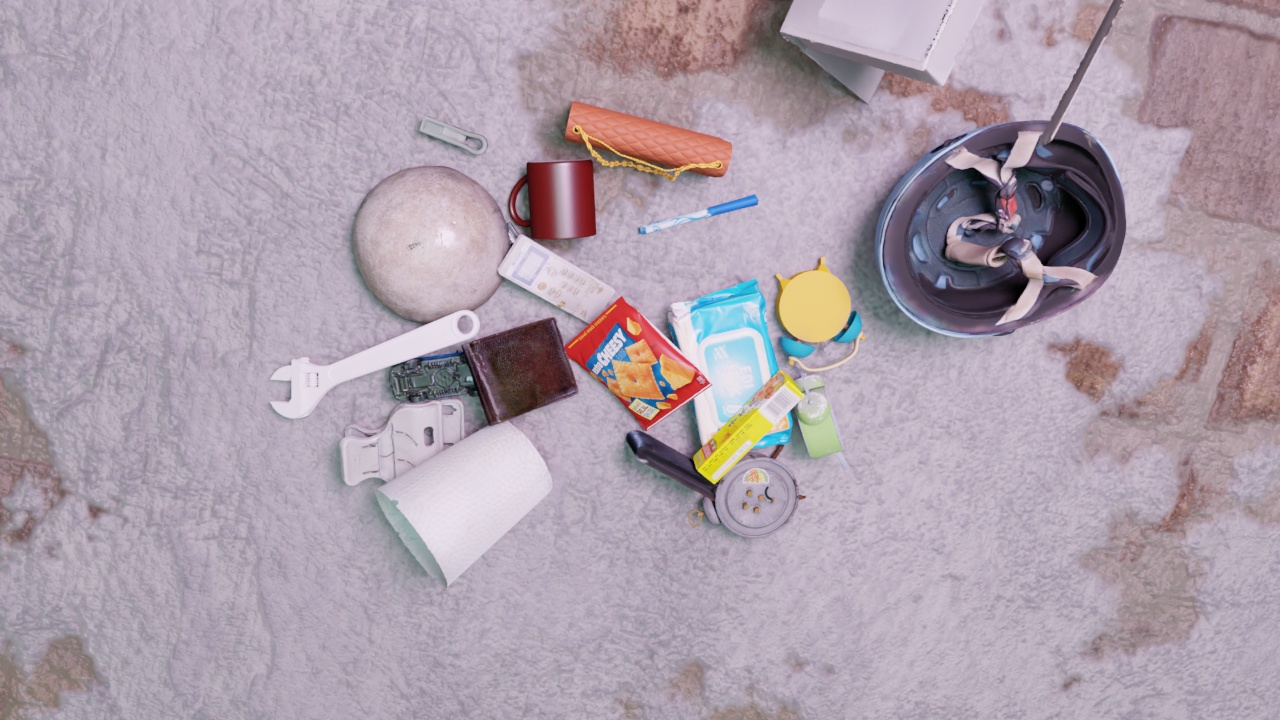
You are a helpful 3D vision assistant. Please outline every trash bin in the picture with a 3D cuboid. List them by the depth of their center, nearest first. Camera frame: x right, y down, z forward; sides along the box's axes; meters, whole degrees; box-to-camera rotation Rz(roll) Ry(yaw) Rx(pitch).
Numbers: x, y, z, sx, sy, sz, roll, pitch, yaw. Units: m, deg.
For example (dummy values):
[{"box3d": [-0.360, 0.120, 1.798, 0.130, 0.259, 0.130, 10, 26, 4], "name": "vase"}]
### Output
[{"box3d": [-0.195, 0.154, 1.044, 0.161, 0.133, 0.133, -36, 106, -25], "name": "trash bin"}]

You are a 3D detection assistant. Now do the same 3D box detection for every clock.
[{"box3d": [0.209, -0.052, 1.089, 0.099, 0.043, 0.129, -20, 97, 1], "name": "clock"}, {"box3d": [0.210, 0.068, 1.094, 0.042, 0.094, 0.119, -17, 110, 10], "name": "clock"}, {"box3d": [0.127, 0.169, 1.130, 0.148, 0.056, 0.104, -23, 104, 0], "name": "clock"}]

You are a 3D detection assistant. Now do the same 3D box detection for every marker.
[{"box3d": [0.067, -0.168, 1.064, 0.142, 0.013, 0.013, -15, 104, 0], "name": "marker"}]

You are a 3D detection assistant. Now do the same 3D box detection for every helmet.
[{"box3d": [0.377, -0.142, 1.013, 0.265, 0.166, 0.225, -21, 102, -1], "name": "helmet"}]

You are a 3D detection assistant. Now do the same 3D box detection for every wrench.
[{"box3d": [-0.306, 0.000, 1.045, 0.274, 0.018, 0.066, -19, 87, 13], "name": "wrench"}]

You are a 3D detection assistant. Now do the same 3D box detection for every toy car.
[{"box3d": [-0.231, 0.016, 1.071, 0.120, 0.043, 0.056, -7, 104, 0], "name": "toy car"}]

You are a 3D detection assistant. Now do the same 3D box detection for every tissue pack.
[{"box3d": [0.108, 0.018, 1.088, 0.117, 0.066, 0.209, -15, 107, 0], "name": "tissue pack"}]

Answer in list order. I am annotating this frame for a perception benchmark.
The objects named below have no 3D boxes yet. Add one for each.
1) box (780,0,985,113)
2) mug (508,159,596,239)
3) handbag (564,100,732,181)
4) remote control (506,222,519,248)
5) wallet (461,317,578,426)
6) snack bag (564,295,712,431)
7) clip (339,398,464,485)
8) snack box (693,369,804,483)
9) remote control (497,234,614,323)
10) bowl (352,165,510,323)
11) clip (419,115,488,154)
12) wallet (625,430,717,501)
[{"box3d": [0.260, -0.367, 0.966, 0.172, 0.379, 0.167, 26, 101, 7], "name": "box"}, {"box3d": [-0.102, -0.181, 1.025, 0.106, 0.073, 0.082, 4, 105, 25], "name": "mug"}, {"box3d": [0.005, -0.232, 0.994, 0.172, 0.108, 0.060, 12, 102, -7], "name": "handbag"}, {"box3d": [-0.200, -0.109, 1.060, 0.140, 0.009, 0.030, -33, 104, 4], "name": "remote control"}, {"box3d": [-0.137, 0.011, 1.057, 0.119, 0.031, 0.099, -20, 95, -30], "name": "wallet"}, {"box3d": [-0.006, 0.006, 1.065, 0.144, 0.039, 0.131, 44, 133, -9], "name": "snack bag"}, {"box3d": [-0.280, 0.108, 1.087, 0.144, 0.075, 0.125, -2, 102, -14], "name": "clip"}, {"box3d": [0.122, 0.076, 1.051, 0.029, 0.040, 0.148, 40, 102, -16], "name": "snack box"}, {"box3d": [-0.094, -0.091, 1.047, 0.135, 0.011, 0.050, 29, 101, -32], "name": "remote control"}, {"box3d": [-0.236, -0.127, 1.010, 0.178, 0.081, 0.178, 0, 98, -3], "name": "bowl"}, {"box3d": [-0.206, -0.249, 1.016, 0.076, 0.045, 0.023, 19, 103, -11], "name": "clip"}, {"box3d": [0.038, 0.122, 1.094, 0.115, 0.089, 0.026, 30, 93, -12], "name": "wallet"}]
